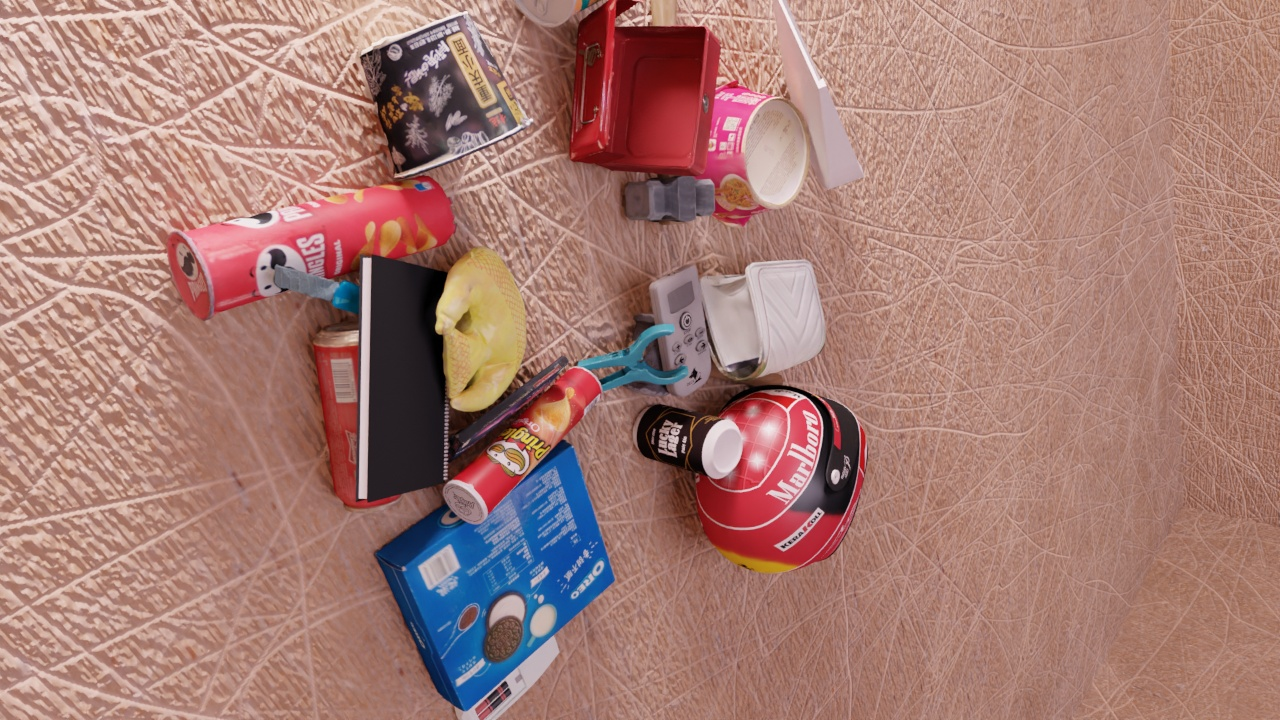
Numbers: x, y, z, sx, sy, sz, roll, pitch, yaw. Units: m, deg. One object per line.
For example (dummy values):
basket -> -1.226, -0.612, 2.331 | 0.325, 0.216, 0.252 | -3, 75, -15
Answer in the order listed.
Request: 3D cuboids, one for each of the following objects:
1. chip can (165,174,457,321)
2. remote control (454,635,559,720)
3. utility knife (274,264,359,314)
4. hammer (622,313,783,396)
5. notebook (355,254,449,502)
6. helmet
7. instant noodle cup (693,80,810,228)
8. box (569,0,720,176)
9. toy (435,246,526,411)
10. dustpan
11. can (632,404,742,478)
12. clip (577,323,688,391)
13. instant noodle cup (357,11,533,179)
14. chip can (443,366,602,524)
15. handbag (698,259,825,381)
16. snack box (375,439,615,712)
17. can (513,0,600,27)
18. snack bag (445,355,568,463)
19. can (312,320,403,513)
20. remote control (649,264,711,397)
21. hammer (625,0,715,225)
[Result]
chip can -> -0.272, -0.103, 0.787 | 0.232, 0.073, 0.073 | -26, 116, -40
remote control -> -0.148, 0.362, 1.043 | 0.143, 0.024, 0.049 | -36, 122, -35
utility knife -> -0.245, -0.056, 0.810 | 0.031, 0.015, 0.224 | -68, 161, 1
hammer -> 0.096, 0.009, 1.206 | 0.327, 0.052, 0.098 | 11, 91, -49
notebook -> -0.212, 0.016, 0.834 | 0.149, 0.016, 0.206 | 3, 88, -76
helmet -> 0.181, 0.142, 1.207 | 0.224, 0.198, 0.270 | 47, 61, -45
instant noodle cup -> 0.148, -0.264, 1.175 | 0.178, 0.078, 0.179 | -11, 105, -44
box -> 0.007, -0.284, 0.987 | 0.155, 0.147, 0.157 | 2, 97, -27
toy -> -0.155, -0.037, 0.906 | 0.154, 0.065, 0.171 | -63, 157, -49
dustpan -> 0.232, -0.333, 1.164 | 0.258, 0.053, 0.191 | 59, 14, -60
can -> 0.057, 0.097, 1.120 | 0.071, 0.129, 0.072 | -11, 106, -44
clip -> 0.003, 0.018, 1.062 | 0.130, 0.031, 0.121 | -36, 114, 13
instant noodle cup -> -0.180, -0.240, 0.821 | 0.137, 0.137, 0.112 | -36, 114, -35
chip can -> -0.118, 0.084, 0.970 | 0.214, 0.052, 0.052 | -46, 128, -42
handbag -> 0.160, -0.053, 1.190 | 0.198, 0.096, 0.142 | -10, 90, -57
snack box -> -0.145, 0.225, 0.996 | 0.238, 0.056, 0.196 | -35, 122, -37
can -> -0.055, -0.411, 0.922 | 0.143, 0.099, 0.099 | -41, 125, -32
snack bag -> -0.141, 0.050, 0.956 | 0.018, 0.075, 0.154 | 49, 58, 2
can -> -0.255, 0.051, 0.840 | 0.067, 0.067, 0.170 | -17, 110, -42
remote control -> 0.051, -0.032, 1.088 | 0.074, 0.019, 0.151 | -32, 121, -40
hammer -> 0.031, -0.322, 1.069 | 0.117, 0.051, 0.323 | -13, 105, -45
